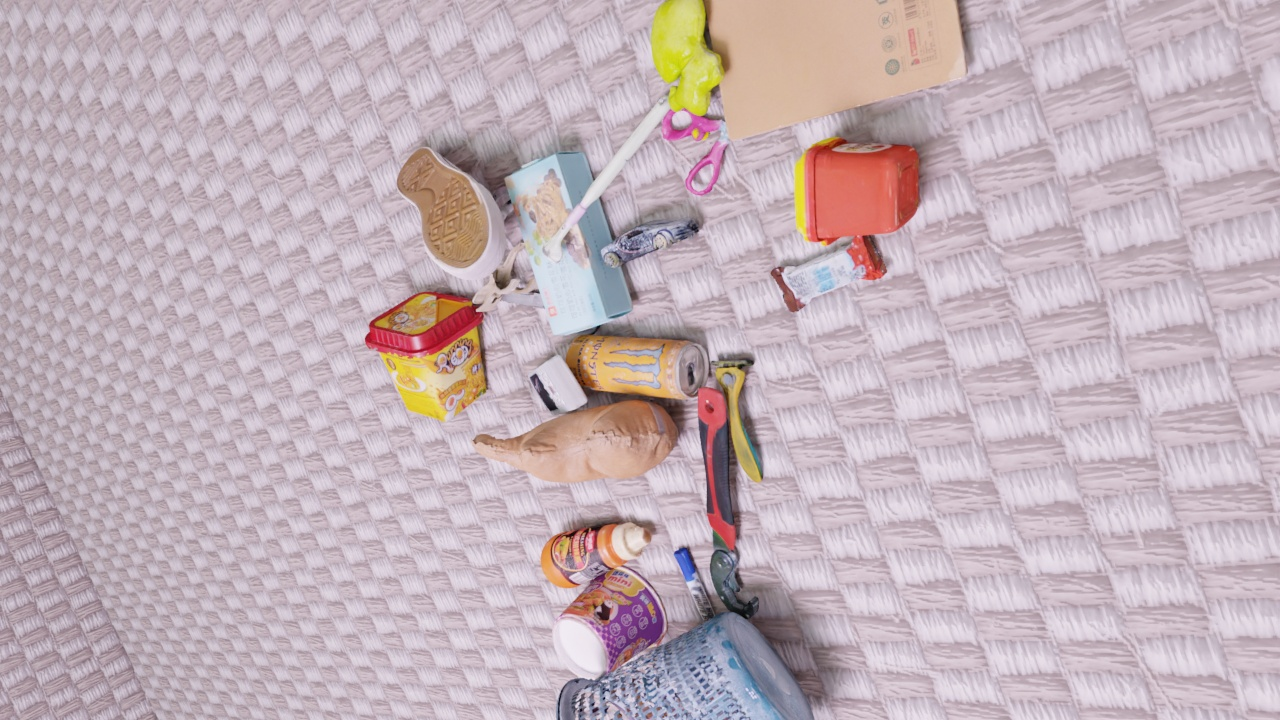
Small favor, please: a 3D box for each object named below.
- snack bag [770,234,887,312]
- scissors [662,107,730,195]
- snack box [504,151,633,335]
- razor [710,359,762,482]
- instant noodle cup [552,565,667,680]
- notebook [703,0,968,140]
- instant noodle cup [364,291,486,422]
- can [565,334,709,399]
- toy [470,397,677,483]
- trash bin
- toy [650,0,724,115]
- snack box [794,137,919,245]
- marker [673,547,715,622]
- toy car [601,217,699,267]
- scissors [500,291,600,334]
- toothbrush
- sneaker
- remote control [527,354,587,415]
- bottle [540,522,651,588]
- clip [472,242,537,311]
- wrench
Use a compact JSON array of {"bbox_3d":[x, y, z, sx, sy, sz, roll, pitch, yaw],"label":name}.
[{"bbox_3d":[0.160,-0.075,0.792,0.106,0.026,0.045,-22,103,42],"label":"snack bag"},{"bbox_3d":[0.077,-0.195,0.813,0.136,0.017,0.108,1,102,36],"label":"scissors"},{"bbox_3d":[-0.073,-0.117,0.929,0.074,0.051,0.175,-15,93,36],"label":"snack box"},{"bbox_3d":[0.100,0.062,0.899,0.043,0.028,0.132,-3,109,35],"label":"razor"},{"bbox_3d":[-0.042,0.309,1.065,0.112,0.099,0.112,14,115,33],"label":"instant noodle cup"},{"bbox_3d":[0.145,-0.270,0.726,0.208,0.008,0.148,-6,99,39],"label":"notebook"},{"bbox_3d":[-0.246,-0.003,1.093,0.116,0.115,0.124,13,127,34],"label":"instant noodle cup"},{"bbox_3d":[-0.006,0.005,0.935,0.146,0.058,0.058,4,111,37],"label":"can"},{"bbox_3d":[-0.070,0.090,0.969,0.226,0.143,0.082,-11,73,30],"label":"toy"},{"bbox_3d":[0.060,0.370,0.930,0.195,0.226,0.226,-39,81,8],"label":"trash bin"},{"bbox_3d":[0.037,-0.267,0.796,0.100,0.031,0.097,54,139,25],"label":"toy"},{"bbox_3d":[0.172,-0.133,0.719,0.080,0.091,0.082,6,112,29],"label":"snack box"},{"bbox_3d":[0.072,0.276,1.016,0.017,0.016,0.146,-19,96,41],"label":"marker"},{"bbox_3d":[0.008,-0.116,0.879,0.106,0.048,0.031,-13,102,40],"label":"toy car"},{"bbox_3d":[-0.112,-0.058,1.022,0.176,0.014,0.133,-33,86,41],"label":"scissors"},{"bbox_3d":[-0.031,-0.170,0.861,0.190,0.020,0.029,-50,49,17],"label":"toothbrush"},{"bbox_3d":[-0.186,-0.150,0.976,0.118,0.087,0.241,-51,42,8],"label":"sneaker"},{"bbox_3d":[-0.092,0.029,0.988,0.058,0.021,0.150,59,164,-2],"label":"remote control"},{"bbox_3d":[-0.048,0.219,1.061,0.150,0.066,0.067,-25,92,35],"label":"bottle"},{"bbox_3d":[-0.156,-0.098,1.022,0.102,0.035,0.095,-5,92,49],"label":"clip"},{"bbox_3d":[0.084,0.150,0.937,0.056,0.016,0.274,12,122,41],"label":"wrench"}]
